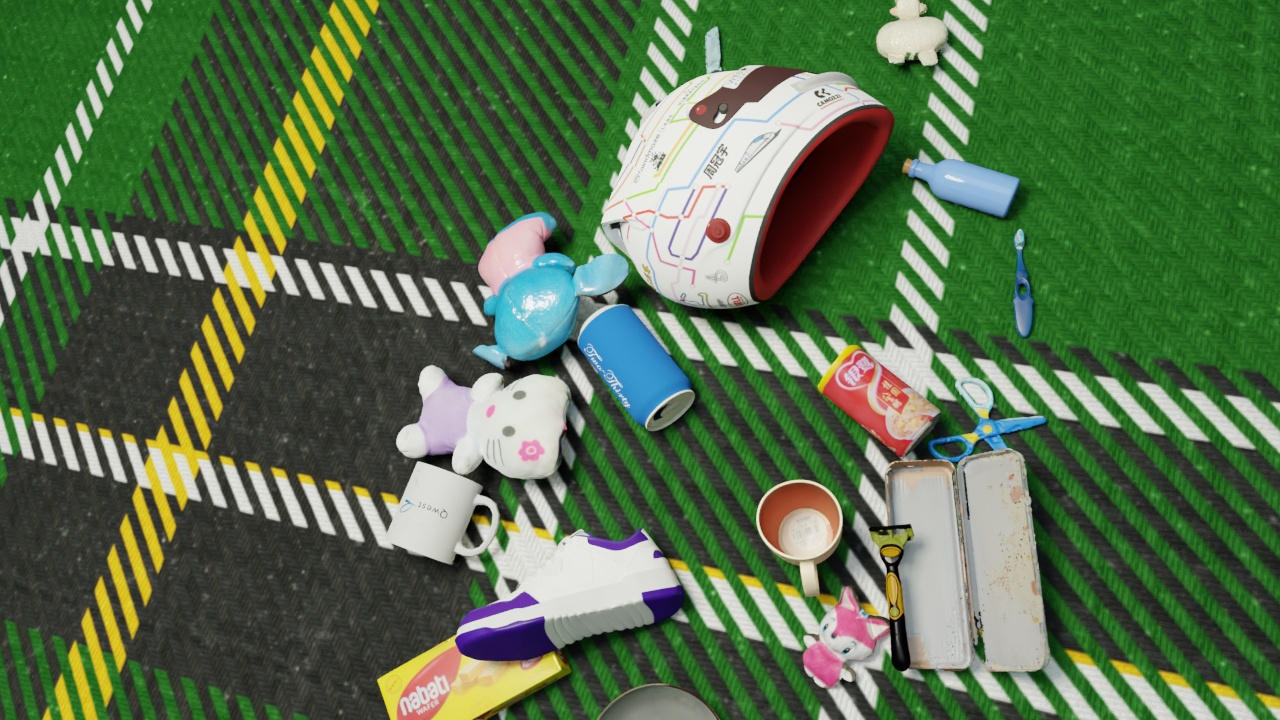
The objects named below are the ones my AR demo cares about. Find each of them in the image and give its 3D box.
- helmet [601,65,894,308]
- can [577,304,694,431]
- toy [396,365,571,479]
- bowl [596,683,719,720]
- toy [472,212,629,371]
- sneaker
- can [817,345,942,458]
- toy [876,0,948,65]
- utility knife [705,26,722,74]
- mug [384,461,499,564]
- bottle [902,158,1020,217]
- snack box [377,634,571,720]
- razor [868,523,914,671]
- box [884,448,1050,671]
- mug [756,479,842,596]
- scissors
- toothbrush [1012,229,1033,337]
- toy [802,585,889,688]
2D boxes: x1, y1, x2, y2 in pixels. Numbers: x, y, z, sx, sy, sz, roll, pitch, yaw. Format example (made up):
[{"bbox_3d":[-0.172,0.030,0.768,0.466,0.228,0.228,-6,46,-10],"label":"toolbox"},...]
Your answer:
[{"bbox_3d":[0.103,-0.212,1.050,0.236,0.231,0.314,37,88,26],"label":"helmet"},{"bbox_3d":[-0.006,0.006,1.082,0.079,0.079,0.146,-38,66,-2],"label":"can"},{"bbox_3d":[-0.180,0.079,1.095,0.209,0.085,0.137,5,62,20],"label":"toy"},{"bbox_3d":[0.022,0.410,0.941,0.151,0.057,0.150,-5,69,12],"label":"bowl"},{"bbox_3d":[-0.129,-0.095,1.127,0.224,0.099,0.191,-35,57,21],"label":"toy"},{"bbox_3d":[-0.082,0.241,0.988,0.244,0.092,0.111,-11,52,-12],"label":"sneaker"},{"bbox_3d":[0.262,0.044,1.007,0.066,0.067,0.124,-46,67,-5],"label":"can"},{"bbox_3d":[0.343,-0.412,1.161,0.087,0.050,0.112,-7,66,11],"label":"toy"},{"bbox_3d":[0.100,-0.346,1.215,0.029,0.020,0.233,-4,71,11],"label":"utility knife"},{"bbox_3d":[-0.224,0.184,1.072,0.120,0.083,0.096,18,75,11],"label":"mug"},{"bbox_3d":[0.374,-0.211,1.082,0.131,0.048,0.048,24,78,21],"label":"bottle"},{"bbox_3d":[-0.186,0.351,1.022,0.201,0.042,0.092,-29,65,2],"label":"snack box"},{"bbox_3d":[0.258,0.239,0.927,0.044,0.021,0.144,-11,70,29],"label":"razor"},{"bbox_3d":[0.328,0.204,0.936,0.157,0.071,0.216,-16,64,39],"label":"box"},{"bbox_3d":[0.171,0.189,0.957,0.085,0.104,0.111,-10,69,11],"label":"mug"},{"bbox_3d":[0.375,0.071,1.001,0.125,0.014,0.130,-11,71,11],"label":"scissors"},{"bbox_3d":[0.432,-0.089,1.040,0.021,0.016,0.132,-1,70,16],"label":"toothbrush"},{"bbox_3d":[0.208,0.289,0.945,0.065,0.050,0.102,38,88,18],"label":"toy"}]
